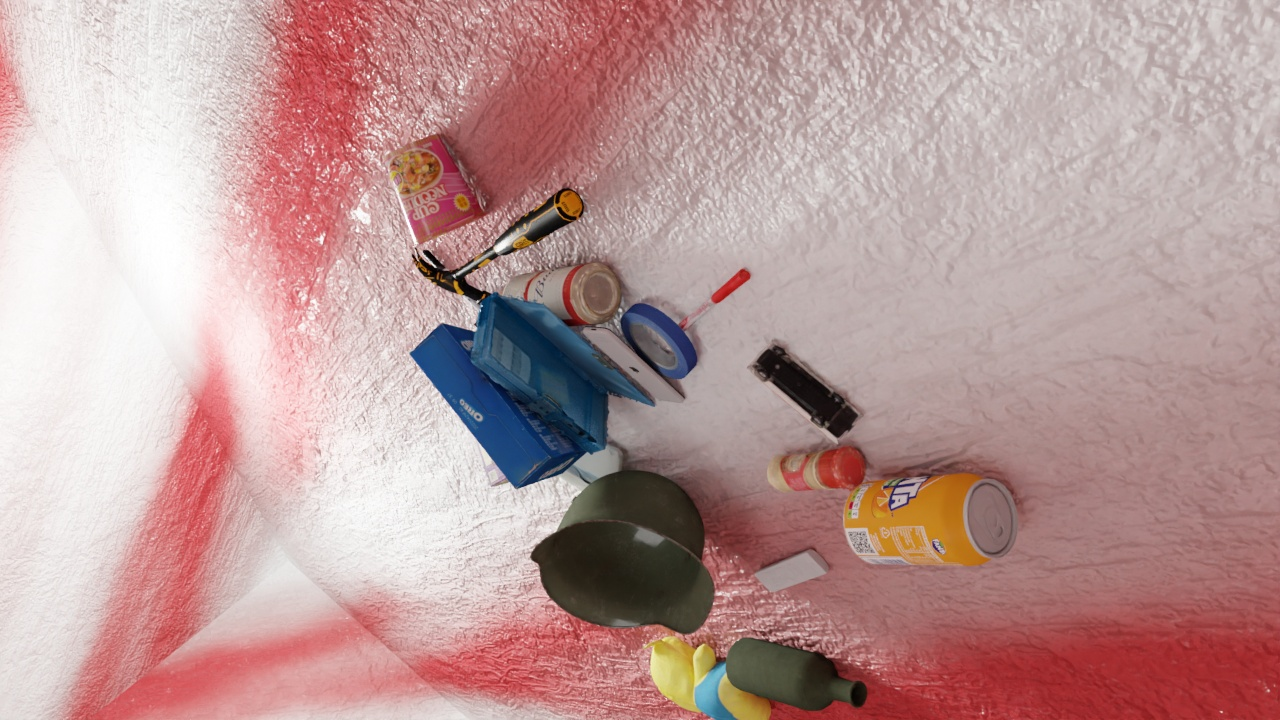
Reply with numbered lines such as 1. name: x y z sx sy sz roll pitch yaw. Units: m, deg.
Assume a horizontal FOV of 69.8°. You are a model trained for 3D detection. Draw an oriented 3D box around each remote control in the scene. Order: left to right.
1. remote control: -0.006 0.006 1.019 0.045 0.008 0.146 6 152 47
2. remote control: 0.180 0.252 1.100 0.033 0.012 0.131 46 148 2

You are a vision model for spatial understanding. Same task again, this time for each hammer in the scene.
1. hammer: -0.166 -0.133 1.072 0.123 0.036 0.322 29 153 -27

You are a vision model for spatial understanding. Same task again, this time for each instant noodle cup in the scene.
1. instant noodle cup: -0.246 -0.202 1.074 0.098 0.097 0.108 -4 113 52

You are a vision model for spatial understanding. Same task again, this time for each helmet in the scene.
1. helmet: -0.016 0.234 1.170 0.227 0.153 0.269 29 130 -9

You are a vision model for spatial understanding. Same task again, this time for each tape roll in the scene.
1. tape roll: 0.019 -0.020 0.988 0.091 0.016 0.093 18 145 45

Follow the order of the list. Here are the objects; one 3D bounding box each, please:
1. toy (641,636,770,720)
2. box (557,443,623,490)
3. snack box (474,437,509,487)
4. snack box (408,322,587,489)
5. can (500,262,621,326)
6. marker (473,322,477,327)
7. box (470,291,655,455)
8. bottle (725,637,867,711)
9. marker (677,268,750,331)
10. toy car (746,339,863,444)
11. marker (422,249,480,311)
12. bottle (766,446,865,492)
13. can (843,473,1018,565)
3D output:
1. toy: 0.092 0.486 1.388 0.214 0.083 0.149 3 124 46
2. box: -0.095 0.141 1.297 0.197 0.049 0.136 25 140 33
3. snack box: -0.201 0.099 1.332 0.144 0.040 0.148 -31 76 58
4. snack box: -0.160 0.053 1.105 0.195 0.056 0.238 50 -175 7
5. can: -0.094 -0.071 1.043 0.170 0.067 0.067 -1 123 51
6. marker: -0.176 -0.003 1.261 0.140 0.016 0.016 48 148 2
7. box: -0.079 0.011 1.042 0.102 0.094 0.231 -17 140 27
8. bottle: 0.201 0.409 1.184 0.207 0.071 0.071 -7 118 53
9. marker: 0.069 -0.056 0.913 0.013 0.012 0.143 50 148 0
10. toy car: 0.156 0.032 0.878 0.113 0.039 0.039 41 168 15
11. marker: -0.244 -0.097 1.251 0.152 0.011 0.011 46 148 5
12. bottle: 0.176 0.112 0.929 0.044 0.044 0.109 56 148 -11
13. can: 0.258 0.145 0.829 0.079 0.078 0.143 56 148 -11
